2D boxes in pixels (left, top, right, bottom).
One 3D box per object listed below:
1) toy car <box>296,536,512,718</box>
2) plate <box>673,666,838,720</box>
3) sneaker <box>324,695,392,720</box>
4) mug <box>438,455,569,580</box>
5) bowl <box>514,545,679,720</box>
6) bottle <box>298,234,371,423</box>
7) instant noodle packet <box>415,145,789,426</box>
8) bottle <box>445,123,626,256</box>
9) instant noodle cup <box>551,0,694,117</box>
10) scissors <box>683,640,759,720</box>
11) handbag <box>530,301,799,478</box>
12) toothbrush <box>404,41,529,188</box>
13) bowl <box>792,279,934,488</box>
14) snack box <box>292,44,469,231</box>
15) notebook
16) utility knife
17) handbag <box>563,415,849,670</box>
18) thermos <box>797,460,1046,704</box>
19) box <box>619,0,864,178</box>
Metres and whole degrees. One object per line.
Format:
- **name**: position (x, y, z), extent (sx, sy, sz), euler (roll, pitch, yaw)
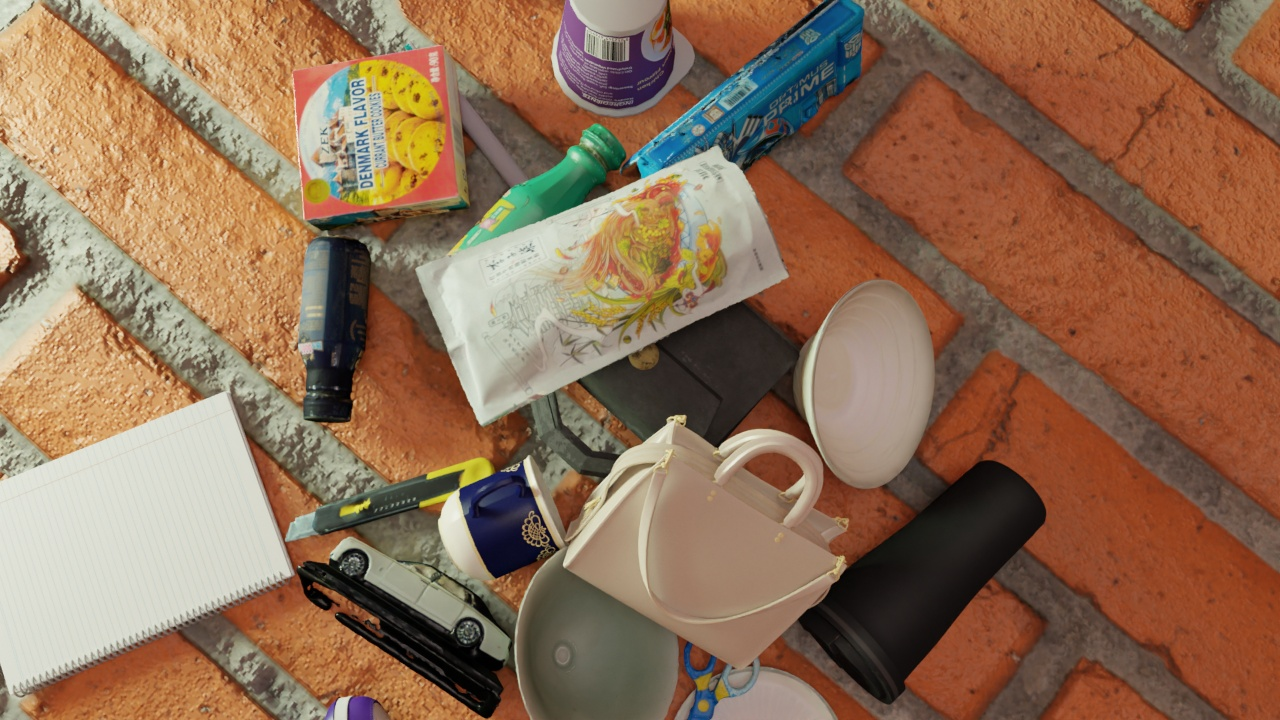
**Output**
- **toy car**: position (-0.183, 0.210, 0.760), extent (0.192, 0.094, 0.071), euler (30, 56, 4)
- **plate**: position (0.098, 0.339, 0.777), extent (0.157, 0.014, 0.157), euler (0, 81, -2)
- **sneaker**: position (-0.155, 0.362, 0.727), extent (0.111, 0.092, 0.244), euler (-29, 87, -7)
- **mug**: position (-0.119, 0.130, 0.754), extent (0.089, 0.112, 0.085), euler (-23, 59, -3)
- **bowl**: position (-0.052, 0.240, 0.754), extent (0.174, 0.068, 0.174), euler (17, 64, -39)
- **bottle**: position (-0.267, -0.026, 0.797), extent (0.056, 0.056, 0.160), euler (1, 81, -2)
- **instant noodle packet**: position (-0.031, -0.068, 0.724), extent (0.269, 0.057, 0.146), euler (-24, 70, -5)
- **bottle**: position (-0.097, -0.121, 0.810), extent (0.068, 0.068, 0.209), euler (42, 84, 4)
- **instant noodle cup**: position (-0.013, -0.299, 0.817), extent (0.137, 0.122, 0.121), euler (-1, 81, -3)
- **scissors**: position (0.048, 0.287, 0.769), extent (0.070, 0.022, 0.130), euler (29, 84, 1)
- **handbag**: position (-0.004, 0.005, 0.780), extent (0.197, 0.102, 0.199), euler (41, 82, 4)
- **toothbrush**: position (-0.160, -0.224, 0.852), extent (0.019, 0.018, 0.188), euler (-38, 84, -2)
- **bowl**: position (0.180, 0.018, 0.787), extent (0.176, 0.058, 0.177), euler (-4, 97, -41)
- **snack box**: position (-0.233, -0.199, 0.824), extent (0.145, 0.040, 0.142), euler (-8, 83, 5)
- **notebook**: position (-0.441, 0.155, 0.786), extent (0.245, 0.013, 0.178), euler (-23, 81, -6)
- **utility knife**: position (-0.218, 0.122, 0.796), extent (0.187, 0.020, 0.028), euler (-17, 80, -4)
- **handbag**: position (0.067, 0.126, 0.706), extent (0.194, 0.101, 0.198), euler (33, 124, -10)
- **thermos**: position (0.238, 0.179, 0.768), extent (0.218, 0.106, 0.106), euler (-39, 85, -13)
- **box**: position (0.088, -0.237, 0.835), extent (0.243, 0.092, 0.085), euler (-40, 64, -8)
